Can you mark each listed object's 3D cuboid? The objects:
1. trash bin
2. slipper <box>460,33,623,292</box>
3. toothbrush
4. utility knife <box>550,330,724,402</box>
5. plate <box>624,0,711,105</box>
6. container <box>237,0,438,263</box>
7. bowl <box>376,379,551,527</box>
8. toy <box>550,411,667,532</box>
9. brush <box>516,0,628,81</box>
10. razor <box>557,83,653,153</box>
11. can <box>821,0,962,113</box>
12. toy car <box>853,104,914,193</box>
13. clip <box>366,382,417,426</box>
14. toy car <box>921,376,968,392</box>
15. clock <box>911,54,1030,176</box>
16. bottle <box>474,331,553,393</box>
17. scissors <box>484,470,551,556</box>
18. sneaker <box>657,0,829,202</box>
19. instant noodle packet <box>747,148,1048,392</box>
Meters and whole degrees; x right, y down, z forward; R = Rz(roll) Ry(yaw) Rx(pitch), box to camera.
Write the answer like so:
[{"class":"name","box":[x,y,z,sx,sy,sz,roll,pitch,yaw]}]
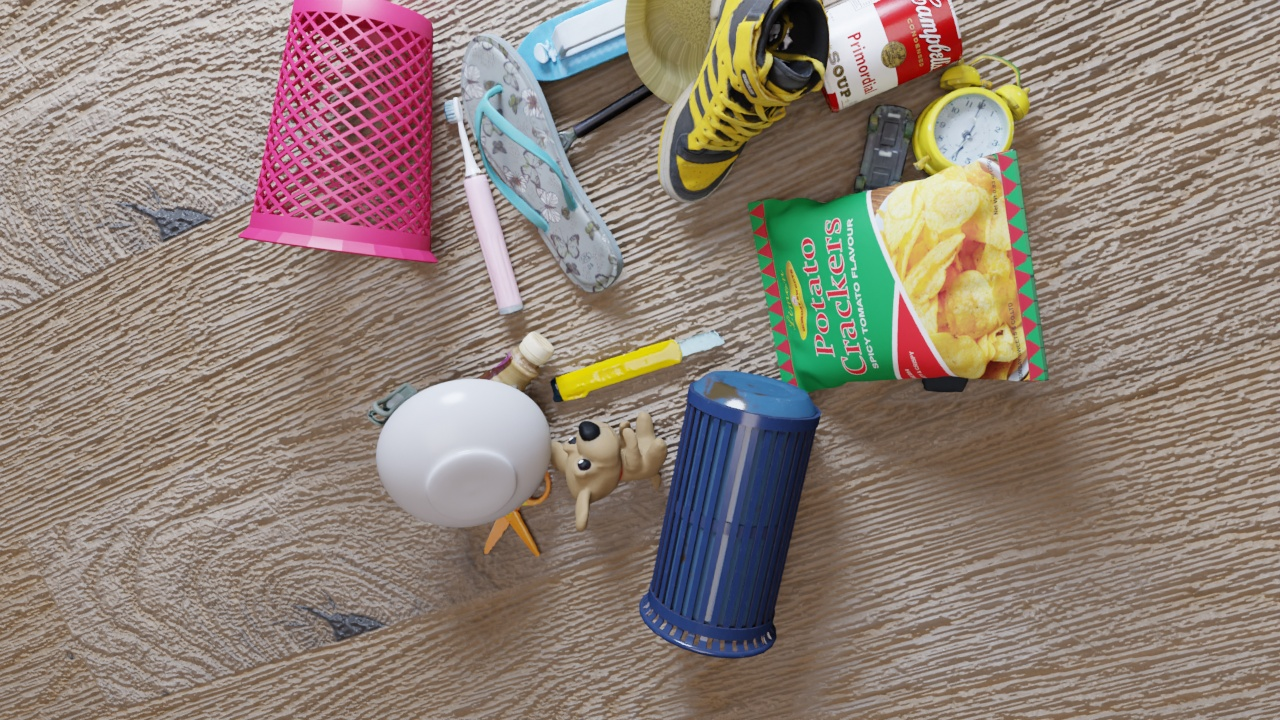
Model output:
[{"class":"trash bin","box":[0.089,0.143,0.897,0.139,0.139,0.250,12,102,7]},{"class":"slipper","box":[-0.111,-0.181,0.894,0.098,0.054,0.269,-18,105,43]},{"class":"toothbrush","box":[-0.161,-0.156,0.935,0.026,0.027,0.222,-13,98,12]},{"class":"utility knife","box":[-0.006,0.006,0.945,0.191,0.017,0.030,-17,103,17]},{"class":"plate","box":[0.067,-0.319,0.822,0.184,0.036,0.185,-13,132,-15]},{"class":"container","box":[-0.274,-0.217,0.875,0.183,0.183,0.226,8,96,8]},{"class":"bowl","box":[-0.172,0.107,0.917,0.176,0.066,0.177,-9,126,-13]},{"class":"toy","box":[-0.030,0.103,0.936,0.108,0.134,0.106,-12,124,-13]},{"class":"brush","box":[-0.058,-0.301,0.860,0.136,0.075,0.055,-19,97,13]},{"class":"razor","box":[-0.040,-0.237,0.897,0.144,0.022,0.043,-29,97,14]},{"class":"can","box":[0.211,-0.282,0.810,0.116,0.086,0.086,-21,97,13]},{"class":"toy car","box":[0.225,-0.191,0.852,0.042,0.036,0.091,10,103,8]},{"class":"clip","box":[-0.268,0.055,0.975,0.023,0.078,0.051,35,120,1]},{"class":"toy car","box":[0.293,-0.023,0.876,0.046,0.034,0.112,2,102,10]},{"class":"clock","box":[0.296,-0.215,0.825,0.083,0.057,0.119,26,97,4]},{"class":"bottle","box":[-0.154,0.038,0.957,0.059,0.059,0.166,43,105,-1]},{"class":"scissors","box":[-0.149,0.159,1.007,0.128,0.011,0.125,31,104,4]},{"class":"sneaker","box":[0.090,-0.226,0.799,0.086,0.122,0.239,3,125,-23]},{"class":"instant noodle packet","box":[0.225,-0.068,0.837,0.253,0.090,0.195,-5,102,38]}]
